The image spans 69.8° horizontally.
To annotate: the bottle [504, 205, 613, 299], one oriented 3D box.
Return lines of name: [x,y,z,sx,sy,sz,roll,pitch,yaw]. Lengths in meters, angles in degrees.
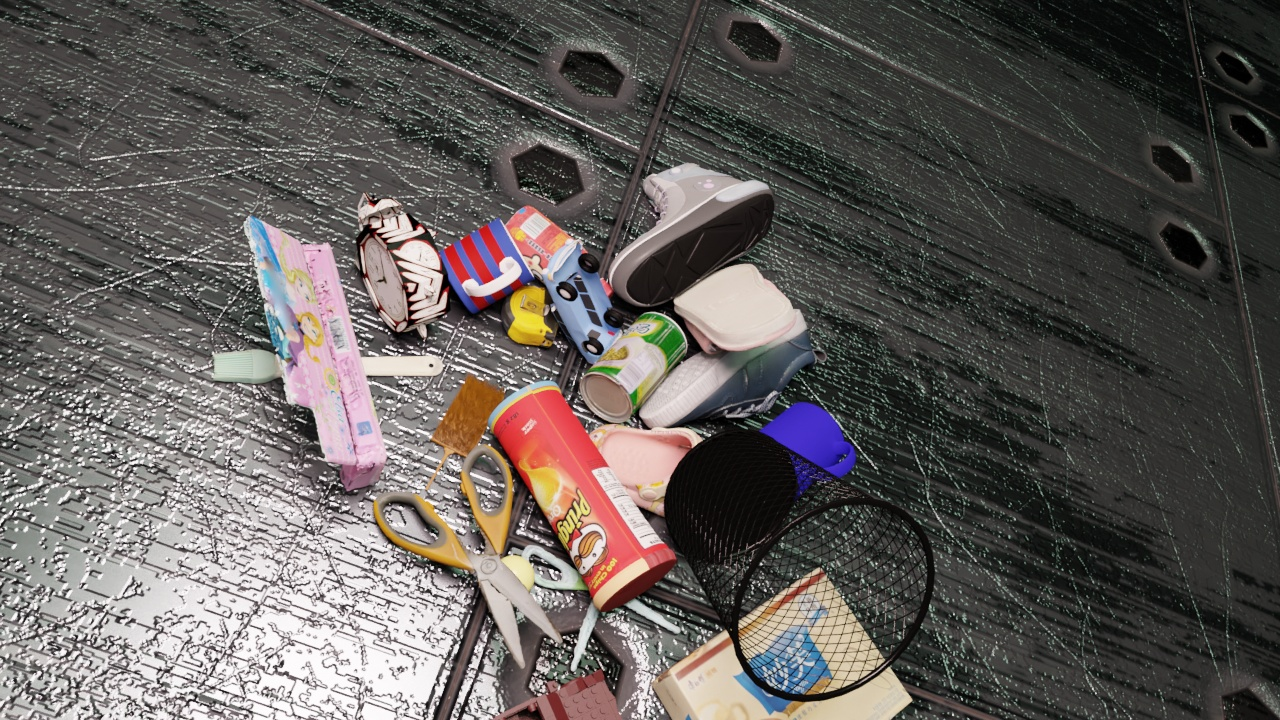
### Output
bottle: [-0.091,-0.110,1.035,0.137,0.062,0.061,40,54,5]

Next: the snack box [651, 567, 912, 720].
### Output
snack box: [0.135,0.315,0.871,0.206,0.055,0.153,-24,71,-32]

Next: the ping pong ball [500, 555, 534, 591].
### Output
ping pong ball: [-0.118,0.200,0.847,0.040,0.040,0.040,10,57,-16]

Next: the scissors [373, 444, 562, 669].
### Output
scissors: [-0.156,0.177,0.828,0.175,0.016,0.225,-13,55,-13]

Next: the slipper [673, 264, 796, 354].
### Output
slipper: [0.104,-0.050,0.997,0.114,0.274,0.054,-24,107,1]

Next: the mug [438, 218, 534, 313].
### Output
mug: [-0.159,-0.093,0.958,0.076,0.075,0.112,-30,27,-1]

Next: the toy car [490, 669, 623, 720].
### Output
toy car: [-0.091,0.319,0.773,0.169,0.062,0.070,-17,68,-29]

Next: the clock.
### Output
clock: [-0.245,-0.105,0.937,0.064,0.115,0.154,-24,69,-32]

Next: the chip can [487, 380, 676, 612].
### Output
chip can: [-0.059,0.127,0.878,0.086,0.087,0.213,-22,65,-31]

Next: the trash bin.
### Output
trash bin: [0.125,0.165,0.833,0.184,0.184,0.210,3,16,-21]

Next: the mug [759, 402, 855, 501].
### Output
mug: [0.176,0.102,0.987,0.083,0.111,0.079,-33,119,-34]

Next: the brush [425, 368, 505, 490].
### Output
brush: [-0.180,0.071,0.915,0.048,0.017,0.126,28,54,-4]

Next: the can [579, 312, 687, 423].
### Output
can: [-0.006,0.006,0.990,0.067,0.067,0.120,39,50,4]

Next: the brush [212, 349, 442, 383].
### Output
brush: [-0.305,0.006,0.910,0.217,0.012,0.033,0,60,-24]

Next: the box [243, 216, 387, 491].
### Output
box: [-0.283,-0.008,0.828,0.061,0.161,0.230,-18,73,-8]

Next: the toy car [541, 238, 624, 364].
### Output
toy car: [-0.064,-0.060,0.976,0.055,0.153,0.056,15,56,32]

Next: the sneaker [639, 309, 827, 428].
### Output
sneaker: [0.106,0.026,1.021,0.235,0.089,0.087,-30,103,-20]

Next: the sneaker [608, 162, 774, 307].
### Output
sneaker: [0.029,-0.164,1.096,0.256,0.093,0.160,-31,50,-32]

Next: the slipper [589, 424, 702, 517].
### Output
slipper: [0.038,0.112,0.941,0.197,0.082,0.093,15,57,-10]

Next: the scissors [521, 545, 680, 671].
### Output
scissors: [-0.036,0.220,0.888,0.173,0.021,0.170,32,51,-6]

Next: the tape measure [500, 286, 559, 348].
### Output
tape measure: [-0.120,-0.051,1.002,0.064,0.037,0.065,18,55,-12]
